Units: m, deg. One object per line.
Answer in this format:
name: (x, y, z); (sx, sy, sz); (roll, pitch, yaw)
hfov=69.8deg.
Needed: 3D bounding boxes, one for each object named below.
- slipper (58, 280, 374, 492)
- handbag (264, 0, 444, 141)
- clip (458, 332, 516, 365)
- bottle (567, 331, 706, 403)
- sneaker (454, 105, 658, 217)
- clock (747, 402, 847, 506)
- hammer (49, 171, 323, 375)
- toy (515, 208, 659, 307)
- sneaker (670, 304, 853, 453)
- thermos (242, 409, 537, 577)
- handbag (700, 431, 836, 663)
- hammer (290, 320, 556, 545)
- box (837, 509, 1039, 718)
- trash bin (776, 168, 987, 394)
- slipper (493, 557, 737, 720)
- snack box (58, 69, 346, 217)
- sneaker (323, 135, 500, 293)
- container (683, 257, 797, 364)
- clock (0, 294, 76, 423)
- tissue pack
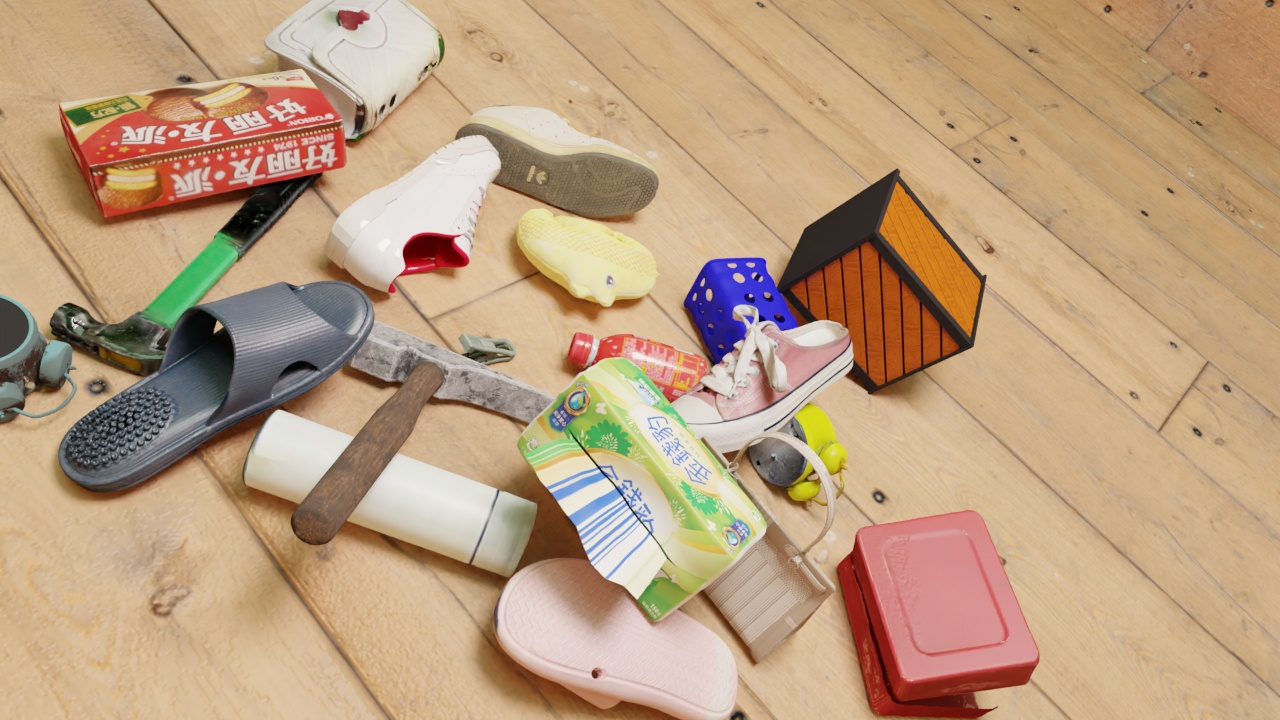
slipper: (-0.340, -0.002, 0.729); (0.263, 0.083, 0.101); (-37, 60, -24)
handbag: (-0.329, -0.351, 1.065); (0.142, 0.096, 0.198); (26, 44, -4)
clip: (-0.152, -0.009, 0.903); (0.075, 0.061, 0.023); (-7, 56, -48)
bottle: (-0.006, 0.005, 0.937); (0.137, 0.062, 0.061); (18, 47, -10)
sneaker: (-0.095, -0.247, 1.102); (0.241, 0.089, 0.102); (16, 39, -7)
clock: (0.160, 0.093, 0.925); (0.057, 0.083, 0.119); (-8, 54, -38)
hammer: (-0.392, -0.106, 0.873); (0.130, 0.032, 0.317); (24, 45, -4)
toy: (-0.055, -0.114, 1.017); (0.170, 0.065, 0.154); (16, 34, -21)
sneaker: (0.114, 0.008, 0.891); (0.240, 0.088, 0.118); (-29, 33, -27)
thermos: (-0.201, 0.110, 0.752); (0.230, 0.068, 0.067); (22, 46, -8)
handbag: (0.101, 0.135, 0.779); (0.062, 0.198, 0.175); (-24, 65, -38)
hammer: (-0.168, 0.070, 0.739); (0.217, 0.037, 0.300); (23, 21, -4)
box: (0.264, 0.228, 0.832); (0.137, 0.127, 0.157); (4, 50, -16)
trash bin: (0.280, -0.089, 1.058); (0.172, 0.140, 0.139); (45, 44, -14)
slipper: (-0.016, 0.231, 0.744); (0.221, 0.056, 0.106); (27, 44, -17)
snack box: (-0.427, -0.221, 0.909); (0.235, 0.060, 0.113); (-21, 53, -30)
sneaker: (-0.208, -0.145, 0.958); (0.104, 0.091, 0.235); (42, 45, 1)
container: (0.114, -0.044, 1.019); (0.084, 0.085, 0.113); (-6, 56, -28)
clock: (-0.502, -0.001, 0.715); (0.124, 0.053, 0.089); (33, 46, 1)
tissue pack: (-0.015, 0.108, 0.726); (0.197, 0.120, 0.141); (45, 30, 13)
